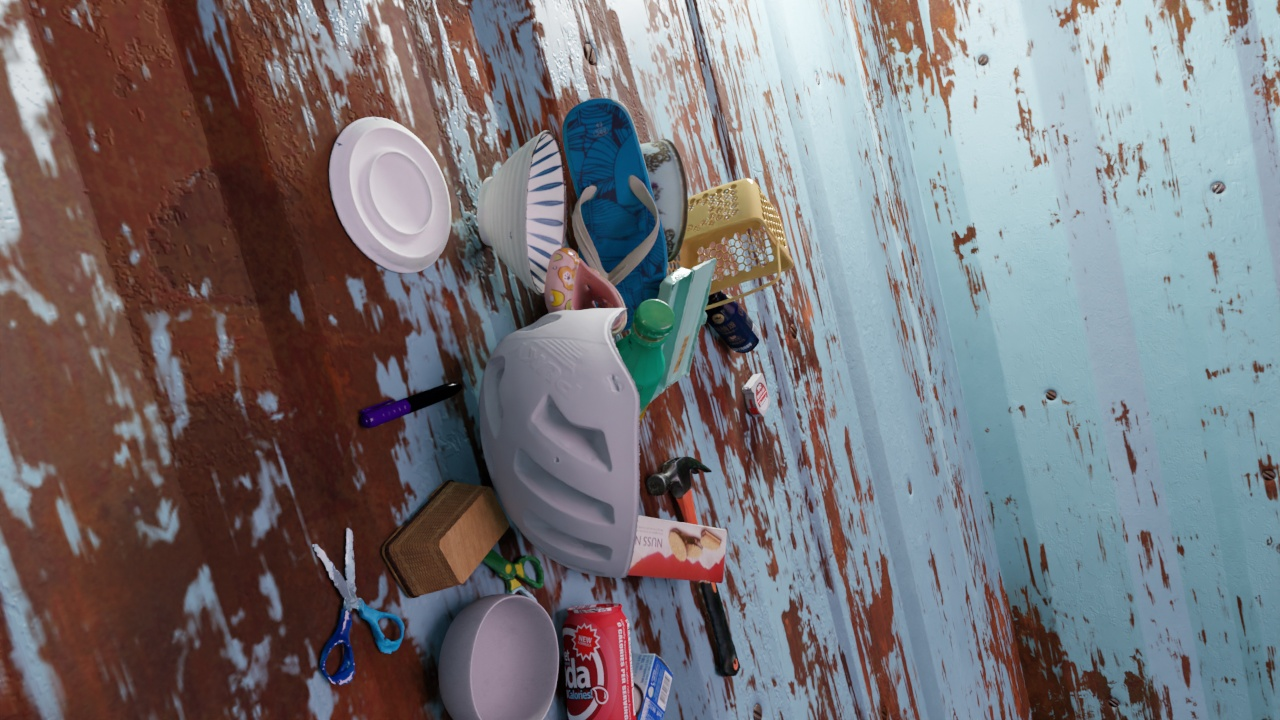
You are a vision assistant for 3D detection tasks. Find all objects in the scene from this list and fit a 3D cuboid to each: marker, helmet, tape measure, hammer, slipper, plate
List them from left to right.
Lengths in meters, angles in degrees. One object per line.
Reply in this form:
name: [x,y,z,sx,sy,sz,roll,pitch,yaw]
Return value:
plate: [-0.239,-0.164,0.906,0.156,0.014,0.156,23,63,-54]
marker: [-0.217,0.039,0.882,0.018,0.015,0.133,52,31,8]
helmet: [-0.061,0.082,0.911,0.225,0.183,0.282,96,-28,-51]
slipper: [-0.056,-0.058,1.060,0.197,0.081,0.093,74,23,-60]
slipper: [-0.027,-0.163,1.100,0.060,0.118,0.295,-119,-163,-61]
hammer: [0.089,0.294,1.293,0.132,0.033,0.333,-29,107,-58]
tape measure: [0.194,0.060,1.537,0.060,0.020,0.062,-44,119,-54]

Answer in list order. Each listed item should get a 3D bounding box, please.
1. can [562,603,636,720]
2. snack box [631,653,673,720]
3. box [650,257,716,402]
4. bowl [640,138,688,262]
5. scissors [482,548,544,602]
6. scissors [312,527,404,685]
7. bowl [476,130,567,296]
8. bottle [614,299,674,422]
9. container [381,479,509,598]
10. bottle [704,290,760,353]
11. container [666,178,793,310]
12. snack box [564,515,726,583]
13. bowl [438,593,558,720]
can: [-0.046,0.345,1.012,0.074,0.075,0.142,10,73,-57]
snack box: [-0.021,0.447,1.041,0.059,0.060,0.225,56,38,-39]
box: [0.048,-0.040,1.229,0.135,0.033,0.187,-38,147,-56]
bowl: [-0.010,-0.206,1.194,0.093,0.160,0.160,-5,84,-18]
scissors: [-0.143,0.223,0.953,0.130,0.014,0.070,45,45,-45]
scissors: [-0.252,0.211,0.777,0.103,0.015,0.133,-47,119,-52]
bowl: [-0.133,-0.161,1.000,0.177,0.071,0.177,5,89,-82]
bottle: [-0.006,0.006,1.066,0.210,0.068,0.067,112,-6,-54]
container: [-0.177,0.165,0.863,0.113,0.061,0.063,-51,124,-51]
bottle: [0.134,-0.071,1.444,0.161,0.056,0.056,45,45,-43]
container: [0.110,-0.150,1.309,0.129,0.184,0.166,41,41,-46]
snack box: [0.017,0.234,1.145,0.272,0.044,0.076,21,70,-48]
bowl: [-0.143,0.292,0.880,0.131,0.064,0.131,24,61,-54]
